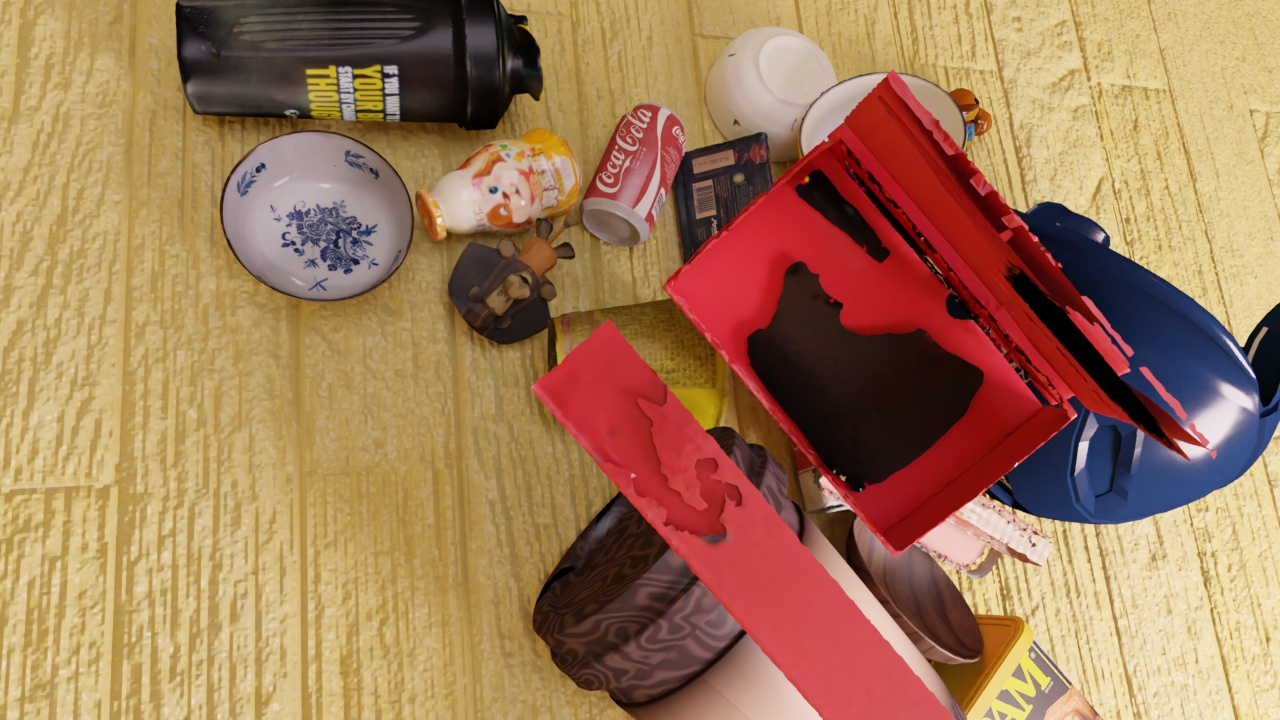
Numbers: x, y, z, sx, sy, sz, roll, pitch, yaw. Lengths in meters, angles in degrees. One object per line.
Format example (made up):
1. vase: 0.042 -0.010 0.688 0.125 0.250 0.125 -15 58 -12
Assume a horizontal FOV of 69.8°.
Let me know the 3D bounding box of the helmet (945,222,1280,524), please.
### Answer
1. helmet: 0.297 -0.006 0.625 0.223 0.232 0.272 -45 126 -1

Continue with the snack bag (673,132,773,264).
1. snack bag: 0.065 -0.089 0.669 0.075 0.018 0.155 -10 77 20

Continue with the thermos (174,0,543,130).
1. thermos: -0.180 -0.200 0.606 0.220 0.098 0.098 -5 77 -13

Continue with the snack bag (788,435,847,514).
1. snack bag: 0.136 -0.001 0.679 0.077 0.041 0.225 -8 80 -19

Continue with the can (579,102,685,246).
1. can: -0.004 -0.134 0.661 0.054 0.054 0.096 26 69 -10

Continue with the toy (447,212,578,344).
1. toy: -0.078 -0.059 0.608 0.100 0.062 0.076 -46 111 -5

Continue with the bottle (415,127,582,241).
1. bottle: -0.096 -0.115 0.620 0.109 0.063 0.063 -25 84 -21

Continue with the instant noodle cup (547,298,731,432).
1. instant noodle cup: -0.004 0.003 0.604 0.108 0.102 0.102 -2 76 -11

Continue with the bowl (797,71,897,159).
1. bowl: 0.177 -0.148 0.681 0.117 0.068 0.117 -5 62 9

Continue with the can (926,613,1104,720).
1. can: 0.239 0.259 0.623 0.135 0.075 0.104 -43 94 -23

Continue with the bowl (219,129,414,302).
1. bowl: -0.204 -0.085 0.586 0.114 0.045 0.114 5 74 -17

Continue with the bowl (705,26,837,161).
1. bowl: 0.108 -0.214 0.720 0.104 0.054 0.104 4 75 -16

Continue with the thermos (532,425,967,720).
1. thermos: 0.072 0.175 0.547 0.226 0.173 0.172 46 67 -9

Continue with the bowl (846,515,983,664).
1. bowl: 0.179 0.162 0.630 0.119 0.032 0.119 34 24 -18

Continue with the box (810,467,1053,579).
1. box: 0.203 0.105 0.629 0.187 0.079 0.054 29 37 -25

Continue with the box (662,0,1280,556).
1. box: 0.213 -0.081 0.460 0.211 0.411 0.107 50 31 -1
